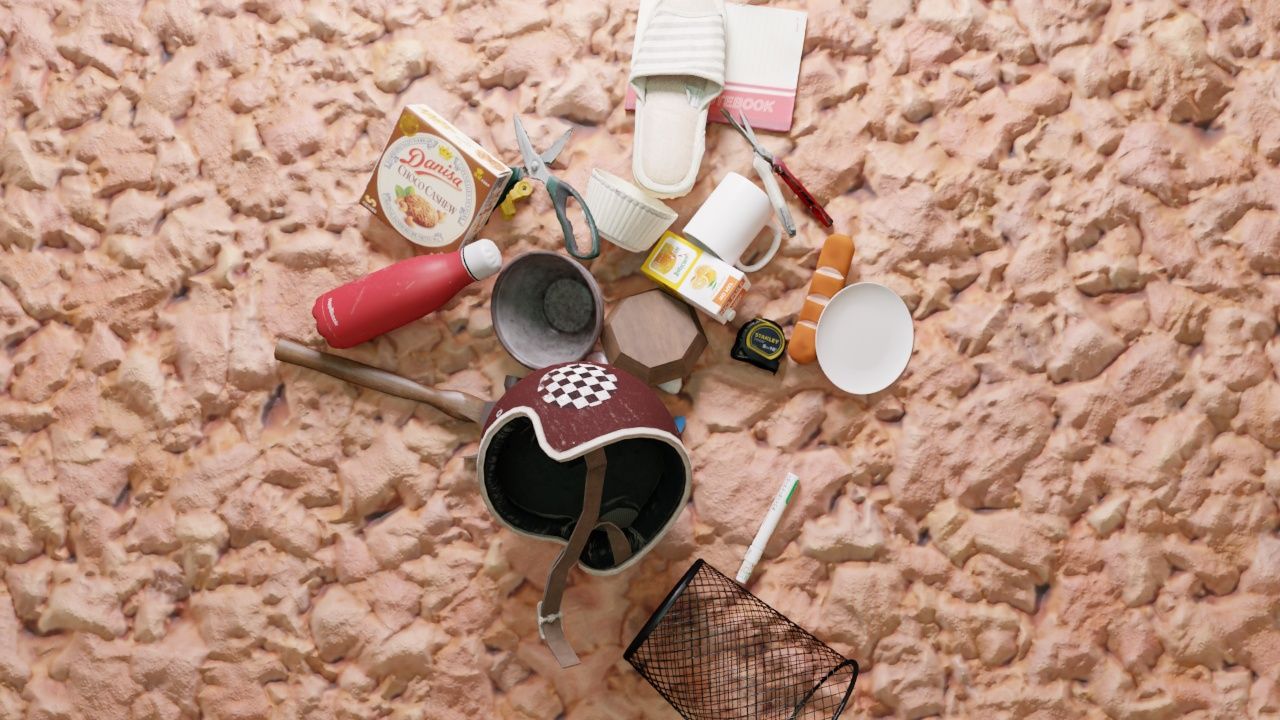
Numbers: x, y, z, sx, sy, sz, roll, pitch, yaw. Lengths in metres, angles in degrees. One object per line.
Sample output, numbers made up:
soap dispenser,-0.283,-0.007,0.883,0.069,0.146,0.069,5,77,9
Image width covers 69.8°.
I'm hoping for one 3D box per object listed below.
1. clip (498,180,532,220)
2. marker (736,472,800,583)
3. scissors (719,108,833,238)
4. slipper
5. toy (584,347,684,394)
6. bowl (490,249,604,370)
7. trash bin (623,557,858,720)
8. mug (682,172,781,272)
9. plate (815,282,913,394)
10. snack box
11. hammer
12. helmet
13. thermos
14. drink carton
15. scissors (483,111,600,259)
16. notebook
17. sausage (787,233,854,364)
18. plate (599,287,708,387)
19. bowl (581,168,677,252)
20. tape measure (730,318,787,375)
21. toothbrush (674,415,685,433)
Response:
clip,-0.161,-0.207,1.142,0.048,0.046,0.054,-26,85,26
marker,0.155,0.205,1.120,0.017,0.017,0.145,27,89,3
scissors,0.163,-0.216,1.093,0.198,0.178,0.015,34,130,-23
slipper,0.044,-0.329,1.104,0.114,0.054,0.272,10,83,8
toy,-0.007,0.007,1.122,0.122,0.038,0.079,-1,80,-9
bowl,-0.101,-0.063,1.102,0.145,0.067,0.145,5,103,22
trash bin,0.105,0.348,1.044,0.210,0.184,0.184,38,90,9
mug,0.120,-0.157,1.112,0.110,0.074,0.090,38,90,-23
plate,0.269,-0.027,1.108,0.134,0.011,0.134,-2,96,-18
snack box,-0.249,-0.209,1.111,0.143,0.041,0.147,38,117,4
hammer,-0.300,0.034,1.140,0.323,0.033,0.115,17,87,4
helmet,-0.063,0.129,1.019,0.233,0.253,0.234,-26,128,-18
thermos,-0.276,-0.085,1.099,0.240,0.073,0.073,-21,87,14
drink carton,0.069,-0.099,1.099,0.122,0.040,0.058,33,88,25
scissors,-0.137,-0.189,1.100,0.205,0.015,0.201,-26,84,32
notebook,0.094,-0.371,1.143,0.209,0.012,0.153,8,89,3
sausage,0.219,-0.073,1.112,0.039,0.044,0.164,19,89,28
plate,0.015,-0.033,1.104,0.131,0.025,0.131,1,66,-2
bowl,-0.020,-0.175,1.098,0.115,0.115,0.062,31,105,3
tape measure,0.147,-0.021,1.119,0.061,0.034,0.061,22,93,-5
toothbrush,0.014,0.143,1.130,0.016,0.014,0.166,28,89,3
